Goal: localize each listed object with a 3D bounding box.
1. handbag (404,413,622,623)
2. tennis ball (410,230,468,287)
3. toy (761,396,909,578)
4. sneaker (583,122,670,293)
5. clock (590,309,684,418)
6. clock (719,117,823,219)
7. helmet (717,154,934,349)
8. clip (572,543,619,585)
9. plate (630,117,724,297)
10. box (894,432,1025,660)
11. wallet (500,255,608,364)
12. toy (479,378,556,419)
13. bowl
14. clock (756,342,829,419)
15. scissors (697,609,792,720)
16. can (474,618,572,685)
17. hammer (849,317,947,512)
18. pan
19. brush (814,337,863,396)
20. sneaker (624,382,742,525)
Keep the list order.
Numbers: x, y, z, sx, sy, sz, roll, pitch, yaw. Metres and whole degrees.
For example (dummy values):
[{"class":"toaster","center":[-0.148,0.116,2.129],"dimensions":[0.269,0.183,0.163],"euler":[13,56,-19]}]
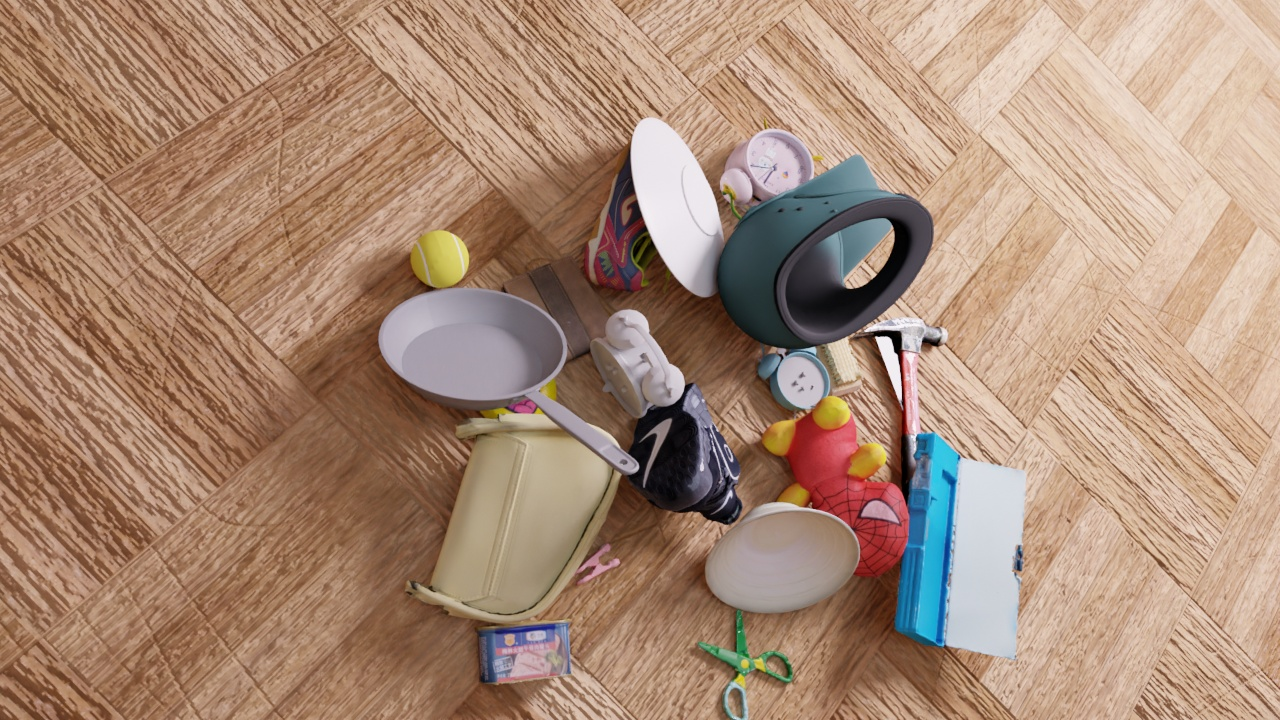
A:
[{"class":"handbag","center":[-0.128,0.167,0.974],"dimensions":[0.191,0.089,0.232],"euler":[18,83,-8]},{"class":"tennis ball","center":[-0.230,-0.116,1.051],"dimensions":[0.065,0.065,0.065],"euler":[6,71,-18]},{"class":"toy","center":[0.243,0.156,1.104],"dimensions":[0.098,0.148,0.216],"euler":[-12,74,-53]},{"class":"sneaker","center":[0.013,-0.190,1.147],"dimensions":[0.091,0.116,0.241],"euler":[14,70,19]},{"class":"clock","center":[-0.006,0.006,1.043],"dimensions":[0.061,0.159,0.120],"euler":[-32,86,-16]},{"class":"clock","center":[0.169,-0.241,1.234],"dimensions":[0.117,0.059,0.157],"euler":[34,66,-6]},{"class":"helmet","center":[0.219,-0.134,1.128],"dimensions":[0.274,0.200,0.176],"euler":[-35,113,-5]},{"class":"clip","center":[-0.052,0.226,1.031],"dimensions":[0.060,0.023,0.044],"euler":[-7,71,-23]},{"class":"plate","center":[0.062,-0.191,1.119],"dimensions":[0.229,0.030,0.229],"euler":[38,44,-48]},{"class":"box","center":[0.384,0.229,1.129],"dimensions":[0.170,0.070,0.243],"euler":[21,68,-19]},{"class":"wallet","center":[-0.098,-0.058,1.102],"dimensions":[0.098,0.027,0.121],"euler":[-27,83,-23]},{"class":"toy","center":[-0.143,0.034,1.046],"dimensions":[0.095,0.041,0.094],"euler":[-26,75,-22]},{"class":"bowl","center":[0.158,0.213,1.054],"dimensions":[0.176,0.177,0.057],"euler":[13,35,-15]},{"class":"clock","center":[0.194,0.011,1.173],"dimensions":[0.087,0.042,0.123],"euler":[-22,81,-24]},{"class":"scissors","center":[0.117,0.355,1.055],"dimensions":[0.125,0.011,0.130],"euler":[26,67,-11]},{"class":"can","center":[-0.123,0.305,0.963],"dimensions":[0.099,0.054,0.059],"euler":[1,75,-19]},{"class":"hammer","center":[0.348,0.098,1.205],"dimensions":[0.140,0.036,0.325],"euler":[8,71,-18]},{"class":"pan","center":[-0.129,0.027,0.960],"dimensions":[0.200,0.051,0.356],"euler":[-23,49,-38]},{"class":"brush","center":[0.252,-0.013,1.203],"dimensions":[0.049,0.039,0.117],"euler":[-14,79,-24]},{"class":"sneaker","center":[0.064,0.133,1.009],"dimensions":[0.097,0.252,0.151],"euler":[-34,104,11]}]
